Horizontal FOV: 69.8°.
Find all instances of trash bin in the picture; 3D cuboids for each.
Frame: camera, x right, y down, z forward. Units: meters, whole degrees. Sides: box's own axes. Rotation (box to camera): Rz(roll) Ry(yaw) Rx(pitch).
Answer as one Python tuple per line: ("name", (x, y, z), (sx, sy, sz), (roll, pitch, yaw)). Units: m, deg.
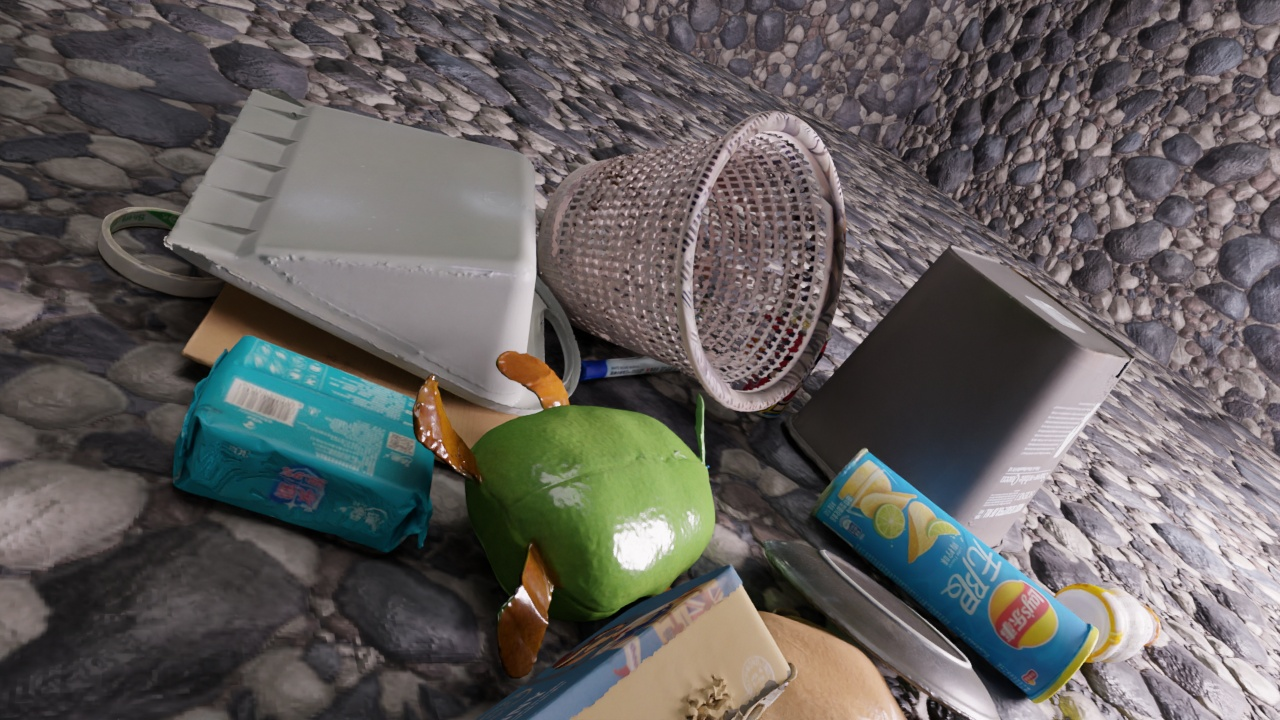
("trash bin", (0.031, -0.087, 0.754), (0.192, 0.227, 0.227), (12, 9, 39))
("trash bin", (0.289, 0.036, 0.819), (0.198, 0.220, 0.198), (4, 36, -47))

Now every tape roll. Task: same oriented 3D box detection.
("tape roll", (-0.301, -0.071, 0.593), (0.085, 0.014, 0.085), (25, 25, -13))

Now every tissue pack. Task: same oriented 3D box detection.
("tissue pack", (-0.169, 0.045, 0.483), (0.133, 0.050, 0.093), (23, 24, -18))

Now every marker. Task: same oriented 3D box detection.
("marker", (-0.005, 0.005, 0.785), (0.017, 0.017, 0.145), (45, 28, 27))

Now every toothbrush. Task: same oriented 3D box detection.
("toothbrush", (0.058, -0.037, 0.934), (0.012, 0.017, 0.185), (33, 25, -3))

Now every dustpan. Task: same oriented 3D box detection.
("dustpan", (-0.158, -0.062, 0.645), (0.257, 0.143, 0.222), (6, 38, -12))

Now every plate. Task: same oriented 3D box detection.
("plate", (0.156, 0.164, 0.583), (0.179, 0.024, 0.179), (34, 3, -2))

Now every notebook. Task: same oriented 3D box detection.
("notebook", (-0.168, 0.001, 0.600), (0.211, 0.012, 0.149), (26, 26, -20))

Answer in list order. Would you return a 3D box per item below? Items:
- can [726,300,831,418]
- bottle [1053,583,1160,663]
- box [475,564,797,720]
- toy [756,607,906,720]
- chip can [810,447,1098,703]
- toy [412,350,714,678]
("can", (0.127, -0.002, 0.852), (0.066, 0.094, 0.066), (25, 25, -13))
("bottle", (0.394, 0.222, 0.773), (0.108, 0.063, 0.063), (13, 30, -34))
("box", (-0.023, 0.151, 0.359), (0.183, 0.090, 0.061), (-20, 77, -46))
("toy", (0.087, 0.186, 0.483), (0.143, 0.083, 0.225), (40, 18, -18))
("chip can", (0.234, 0.159, 0.699), (0.210, 0.071, 0.071), (40, 26, 19))
("toy", (-0.029, 0.082, 0.525), (0.246, 0.090, 0.227), (3, 55, -57))
